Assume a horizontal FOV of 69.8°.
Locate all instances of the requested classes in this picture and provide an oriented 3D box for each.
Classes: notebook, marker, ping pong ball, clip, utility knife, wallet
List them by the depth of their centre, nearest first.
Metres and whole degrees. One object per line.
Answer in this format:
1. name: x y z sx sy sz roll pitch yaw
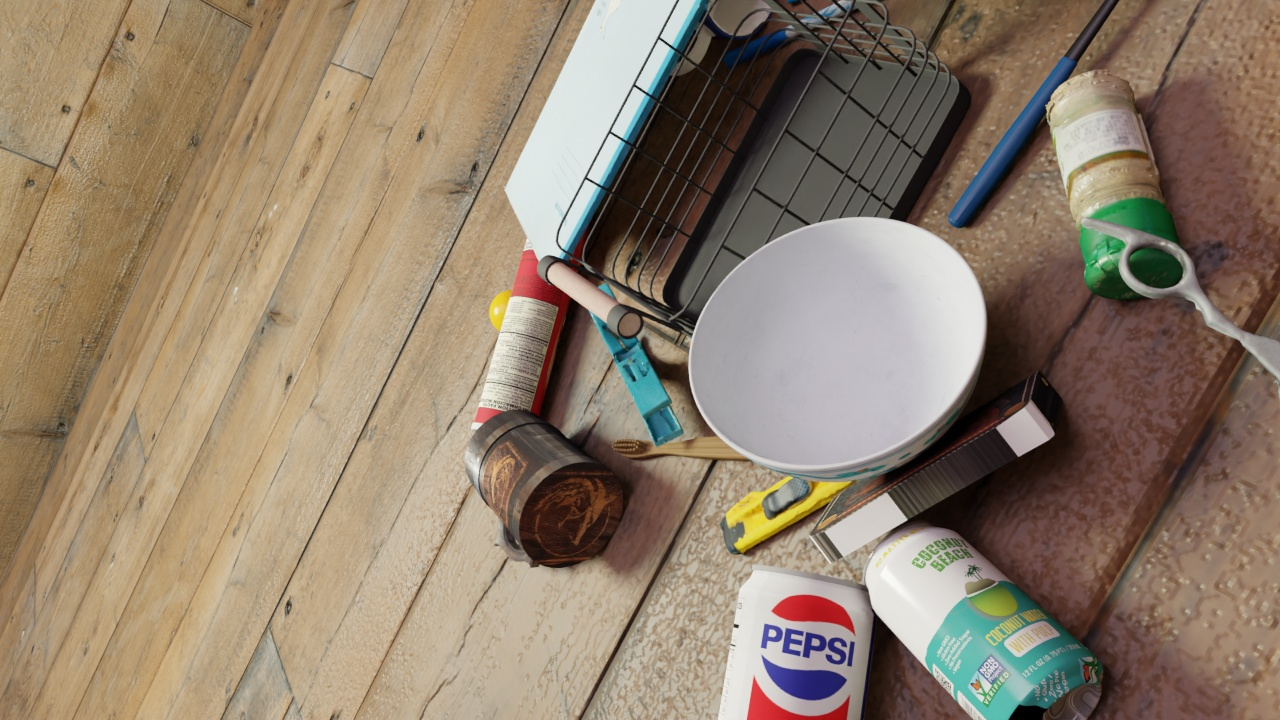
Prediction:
1. wallet: 0.142 0.052 0.444 0.123 0.072 0.019 -39 85 29
2. utility knife: 0.105 0.065 0.522 0.165 0.017 0.030 -37 56 28
3. clip: -0.001 0.011 0.653 0.031 0.121 0.130 -26 67 -4
4. marker: 0.115 -0.241 0.662 0.142 0.013 0.013 -9 65 47
5. notebook: -0.034 -0.205 0.713 0.254 0.009 0.181 -59 34 22
6. ping pong ball: -0.113 -0.042 0.809 0.040 0.040 0.040 -25 54 40

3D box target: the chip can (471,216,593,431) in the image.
1. chip can: -0.087 -0.039 0.769 0.052 0.051 0.214 1 73 50

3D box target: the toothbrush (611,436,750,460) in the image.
1. toothbrush: 0.040 0.057 0.601 0.167 0.016 0.016 -6 65 48

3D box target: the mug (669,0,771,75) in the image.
1. mug: 0.044 -0.270 0.707 0.076 0.075 0.112 26 88 52

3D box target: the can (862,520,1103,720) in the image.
1. can: 0.149 0.120 0.409 0.055 0.055 0.101 -57 39 13

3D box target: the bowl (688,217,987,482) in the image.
1. bowl: 0.105 0.007 0.468 0.144 0.074 0.143 -15 52 20

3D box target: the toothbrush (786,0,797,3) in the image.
1. toothbrush: 0.152 -0.303 0.645 0.136 0.017 0.022 -43 45 38

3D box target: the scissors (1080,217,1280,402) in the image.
1. scissors: 0.241 -0.002 0.361 0.162 0.014 0.141 25 79 26

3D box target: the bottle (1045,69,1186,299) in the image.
1. bottle: 0.222 -0.085 0.434 0.043 0.043 0.110 -25 54 40

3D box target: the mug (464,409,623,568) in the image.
1. mug: -0.077 0.106 0.672 0.107 0.079 0.116 32 114 53

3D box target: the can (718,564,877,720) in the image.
1. can: 0.075 0.174 0.456 0.070 0.070 0.132 -5 68 49

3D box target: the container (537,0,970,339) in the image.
1. container: 0.062 -0.120 0.568 0.163 0.130 0.241 38 102 51

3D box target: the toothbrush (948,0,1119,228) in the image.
1. toothbrush: 0.218 -0.143 0.489 0.014 0.014 0.168 45 111 38
